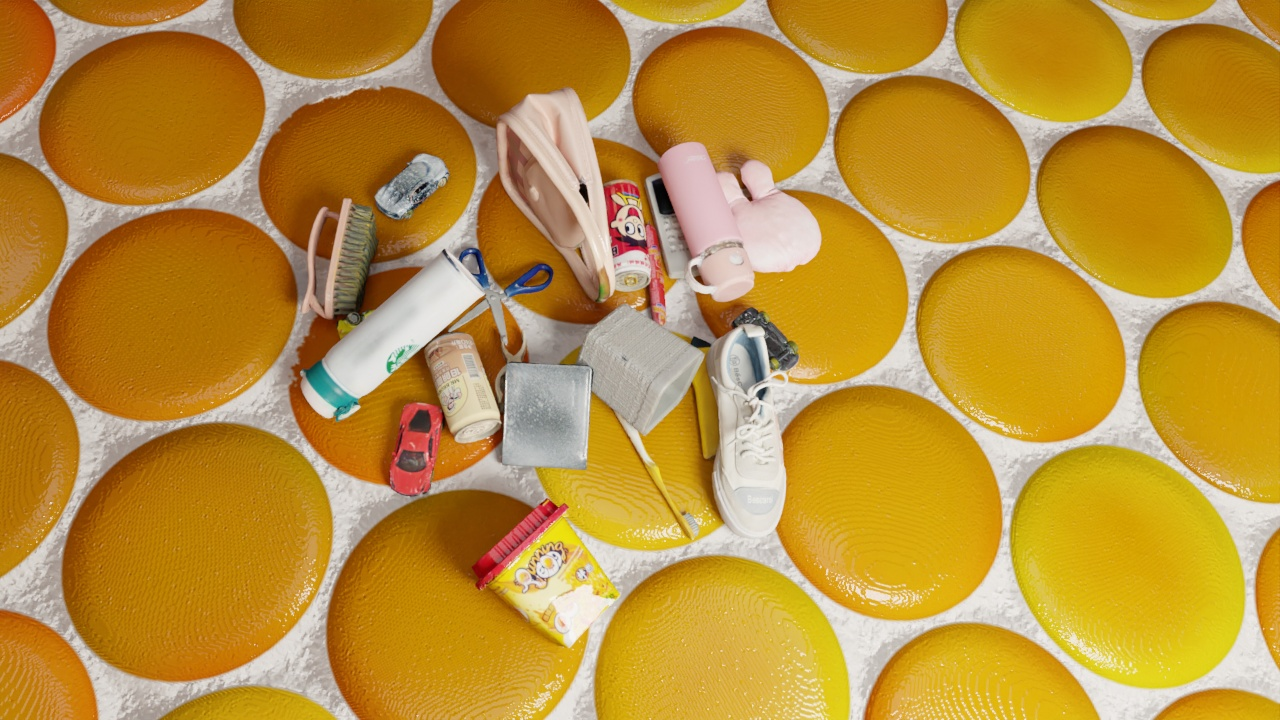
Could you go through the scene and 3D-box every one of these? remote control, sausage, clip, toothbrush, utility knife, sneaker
[{"bbox_3d":[0.048,-0.175,1.171,0.058,0.021,0.150,-10,69,-10],"label":"remote control"},{"bbox_3d":[0.018,-0.106,1.139,0.020,0.020,0.155,-3,67,-7],"label":"sausage"},{"bbox_3d":[-0.132,0.013,1.066,0.084,0.035,0.104,11,58,3],"label":"clip"},{"bbox_3d":[0.015,0.118,1.043,0.018,0.016,0.191,-22,70,-26],"label":"toothbrush"},{"bbox_3d":[0.076,0.043,1.082,0.033,0.015,0.153,-5,68,-1],"label":"utility knife"},{"bbox_3d":[0.127,0.073,1.022,0.089,0.091,0.242,2,68,-18],"label":"sneaker"}]

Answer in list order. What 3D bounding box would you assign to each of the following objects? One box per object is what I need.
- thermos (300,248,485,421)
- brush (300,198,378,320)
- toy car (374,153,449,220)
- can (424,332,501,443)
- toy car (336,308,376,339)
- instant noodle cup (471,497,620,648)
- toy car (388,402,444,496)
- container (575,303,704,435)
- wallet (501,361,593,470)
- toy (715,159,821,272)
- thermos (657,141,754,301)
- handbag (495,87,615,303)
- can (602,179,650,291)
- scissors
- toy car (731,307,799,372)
[{"bbox_3d":[-0.276,-0.024,1.017,0.224,0.073,0.073,-41,75,1],"label":"thermos"},{"bbox_3d":[-0.357,-0.115,1.083,0.073,0.063,0.145,7,68,-7],"label":"brush"},{"bbox_3d":[-0.286,-0.222,1.153,0.049,0.031,0.105,36,67,9],"label":"toy car"},{"bbox_3d":[-0.201,0.030,1.036,0.058,0.059,0.116,-18,70,-13],"label":"can"},{"bbox_3d":[-0.298,-0.044,1.065,0.105,0.048,0.032,-17,82,-12],"label":"toy car"},{"bbox_3d":[-0.094,0.222,0.940,0.116,0.116,0.123,-42,88,-21],"label":"instant noodle cup"},{"bbox_3d":[-0.249,0.098,1.018,0.049,0.031,0.106,8,68,-1],"label":"toy car"},{"bbox_3d":[-0.006,0.006,1.042,0.114,0.090,0.090,37,46,14],"label":"container"},{"bbox_3d":[-0.104,0.062,1.024,0.097,0.019,0.121,3,100,-5],"label":"wallet"},{"bbox_3d":[0.157,-0.182,1.165,0.121,0.054,0.159,-22,73,-16],"label":"toy"},{"bbox_3d":[0.072,-0.167,1.120,0.087,0.067,0.198,-9,68,-23],"label":"thermos"},{"bbox_3d":[-0.083,-0.178,1.078,0.093,0.193,0.234,-24,81,-13],"label":"handbag"},{"bbox_3d":[-0.020,-0.155,1.137,0.053,0.053,0.132,-4,67,-8],"label":"can"},{"bbox_3d":[-0.171,-0.082,1.089,0.162,0.012,0.175,-20,53,-30],"label":"scissors"},{"bbox_3d":[0.151,-0.022,1.106,0.042,0.035,0.090,-38,76,-18],"label":"toy car"}]
